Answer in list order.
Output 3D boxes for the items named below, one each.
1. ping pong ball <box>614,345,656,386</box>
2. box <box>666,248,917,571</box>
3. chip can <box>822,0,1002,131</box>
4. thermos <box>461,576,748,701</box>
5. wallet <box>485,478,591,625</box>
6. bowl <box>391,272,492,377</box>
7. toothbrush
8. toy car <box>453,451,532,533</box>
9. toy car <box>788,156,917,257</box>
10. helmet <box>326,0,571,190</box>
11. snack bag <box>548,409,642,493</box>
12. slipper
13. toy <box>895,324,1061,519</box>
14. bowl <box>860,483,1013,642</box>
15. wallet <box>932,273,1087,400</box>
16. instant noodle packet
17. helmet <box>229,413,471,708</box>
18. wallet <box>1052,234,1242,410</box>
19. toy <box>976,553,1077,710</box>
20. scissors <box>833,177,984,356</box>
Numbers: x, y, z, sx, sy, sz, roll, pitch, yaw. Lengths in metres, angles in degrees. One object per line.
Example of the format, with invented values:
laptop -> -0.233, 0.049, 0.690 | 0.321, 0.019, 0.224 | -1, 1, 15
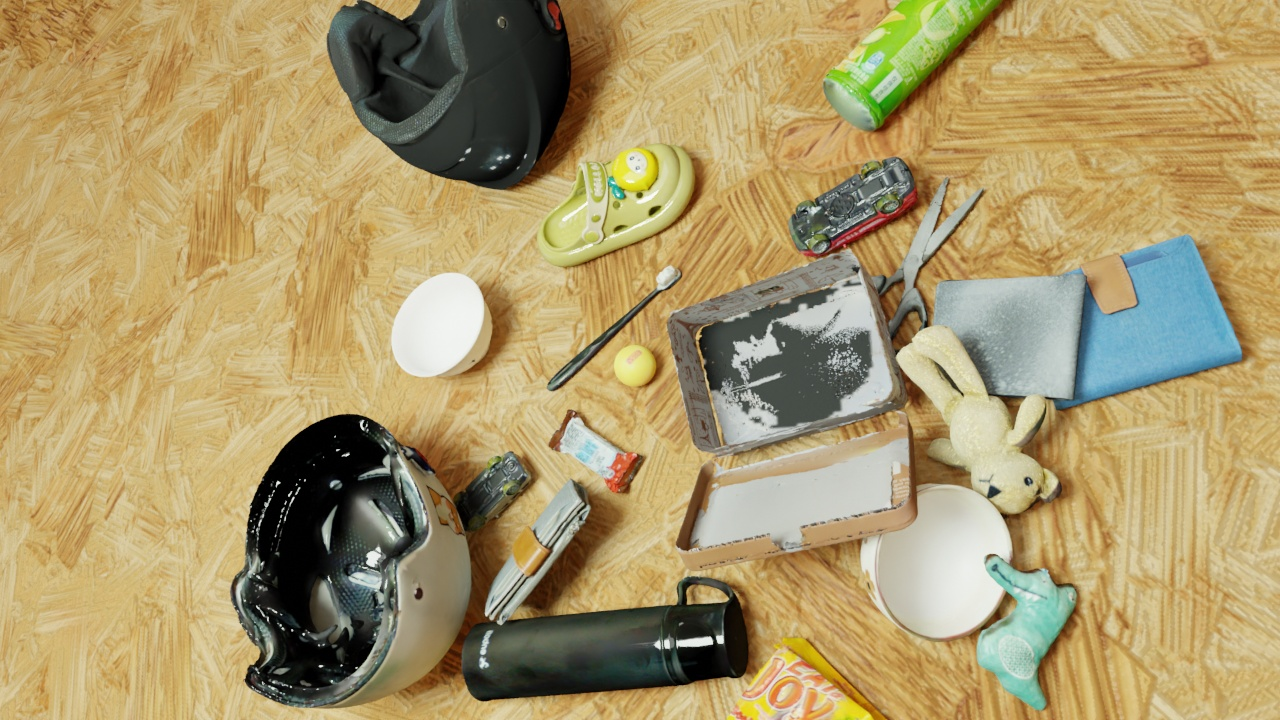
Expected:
ping pong ball -> -0.005, 0.005, 0.882 | 0.040, 0.040, 0.040 | -11, 65, 23
box -> 0.121, 0.045, 0.742 | 0.179, 0.130, 0.271 | -18, 48, 22
chip can -> 0.267, -0.312, 0.855 | 0.221, 0.072, 0.072 | -45, 56, 4
thermos -> -0.031, 0.240, 0.788 | 0.243, 0.068, 0.089 | -13, 41, 21
wallet -> -0.095, 0.168, 0.829 | 0.037, 0.106, 0.129 | 37, 88, -4
bowl -> -0.200, -0.027, 0.984 | 0.118, 0.064, 0.118 | -11, 64, 23
toothbrush -> -0.029, -0.031, 0.927 | 0.181, 0.018, 0.015 | -43, 59, 7
toy car -> -0.147, 0.133, 0.906 | 0.090, 0.035, 0.042 | -44, 55, 5
toy car -> 0.194, -0.135, 0.835 | 0.121, 0.045, 0.052 | -27, 57, 23
helmet -> -0.186, -0.327, 1.008 | 0.234, 0.230, 0.274 | 5, 63, 36
snack bag -> -0.046, 0.086, 0.878 | 0.105, 0.026, 0.045 | 30, 94, 35
slipper -> -0.036, -0.164, 0.948 | 0.191, 0.081, 0.091 | -27, 62, 19
toy -> 0.252, 0.046, 0.700 | 0.105, 0.066, 0.157 | -38, 75, 38
bowl -> 0.210, 0.145, 0.685 | 0.113, 0.113, 0.062 | -63, 15, -8
wallet -> 0.287, -0.019, 0.727 | 0.121, 0.019, 0.097 | 2, 81, 46
instant noodle packet -> 0.127, 0.285, 0.693 | 0.128, 0.044, 0.110 | 36, 84, 34
helmet -> -0.252, 0.195, 0.864 | 0.230, 0.157, 0.274 | -41, 46, 9
wallet -> 0.369, -0.029, 0.703 | 0.133, 0.040, 0.106 | -18, 66, 20
toy -> 0.272, 0.186, 0.655 | 0.096, 0.030, 0.091 | 40, 78, -2
scissors -> 0.235, -0.083, 0.809 | 0.166, 0.014, 0.162 | -16, 63, 21
